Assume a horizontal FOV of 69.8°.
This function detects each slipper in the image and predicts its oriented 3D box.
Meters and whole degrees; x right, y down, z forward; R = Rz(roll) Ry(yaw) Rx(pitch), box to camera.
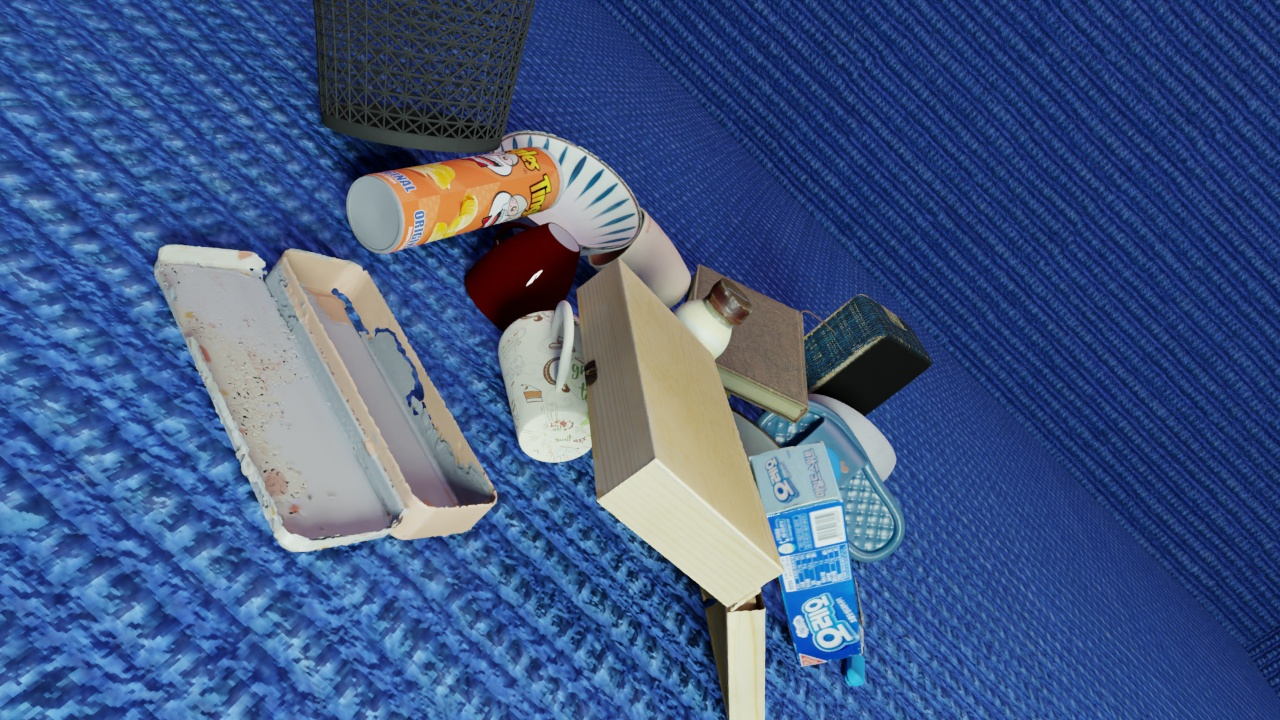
[{"bbox_3d":[0.210,0.128,0.991,0.213,0.104,0.059,48,-2,-5],"label":"slipper"}]

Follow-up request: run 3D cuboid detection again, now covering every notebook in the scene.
[{"bbox_3d":[0.134,-0.017,1.017,0.190,0.035,0.215,24,30,-7],"label":"notebook"}]

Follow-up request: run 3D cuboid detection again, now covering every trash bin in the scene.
[{"bbox_3d":[-0.190,-0.323,0.811,0.217,0.243,0.216,9,20,-4],"label":"trash bin"}]

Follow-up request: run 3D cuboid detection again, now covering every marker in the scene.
[{"bbox_3d":[0.198,0.264,0.847,0.018,0.015,0.122,49,18,1],"label":"marker"}]

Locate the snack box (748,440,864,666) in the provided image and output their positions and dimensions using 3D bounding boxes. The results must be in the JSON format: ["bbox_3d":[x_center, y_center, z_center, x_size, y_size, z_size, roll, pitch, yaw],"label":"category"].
[{"bbox_3d":[0.129,0.154,0.697,0.059,0.059,0.227,-99,172,-45],"label":"snack box"}]

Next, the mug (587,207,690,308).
[{"bbox_3d":[-0.004,-0.113,1.058,0.104,0.085,0.111,42,-10,-34],"label":"mug"}]

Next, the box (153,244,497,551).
[{"bbox_3d":[-0.188,0.014,0.554,0.216,0.043,0.148,55,19,23],"label":"box"}]

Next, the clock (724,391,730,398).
[{"bbox_3d":[0.069,-0.005,1.050,0.088,0.052,0.124,35,24,-27],"label":"clock"}]

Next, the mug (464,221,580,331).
[{"bbox_3d":[-0.102,-0.089,0.830,0.087,0.088,0.114,21,32,-48],"label":"mug"}]

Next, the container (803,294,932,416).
[{"bbox_3d":[0.259,0.017,1.175,0.145,0.188,0.071,22,34,-46],"label":"container"}]

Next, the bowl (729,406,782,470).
[{"bbox_3d":[0.101,0.116,0.878,0.150,0.057,0.150,38,22,-19],"label":"bowl"}]

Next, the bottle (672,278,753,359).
[{"bbox_3d":[0.030,-0.004,0.818,0.056,0.162,0.056,38,22,-18],"label":"bottle"}]

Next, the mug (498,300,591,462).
[{"bbox_3d":[-0.063,0.009,0.698,0.081,0.122,0.097,5,44,-16],"label":"mug"}]

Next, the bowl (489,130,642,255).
[{"bbox_3d":[-0.091,-0.160,0.983,0.177,0.071,0.177,21,41,-20],"label":"bowl"}]

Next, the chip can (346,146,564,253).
[{"bbox_3d":[-0.153,-0.144,0.801,0.062,0.062,0.209,49,36,9],"label":"chip can"}]

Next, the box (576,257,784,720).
[{"bbox_3d":[0.035,0.085,0.659,0.247,0.097,0.261,-99,172,-56],"label":"box"}]

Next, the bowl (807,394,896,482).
[{"bbox_3d":[0.226,0.106,1.080,0.132,0.064,0.132,38,-16,13],"label":"bowl"}]
